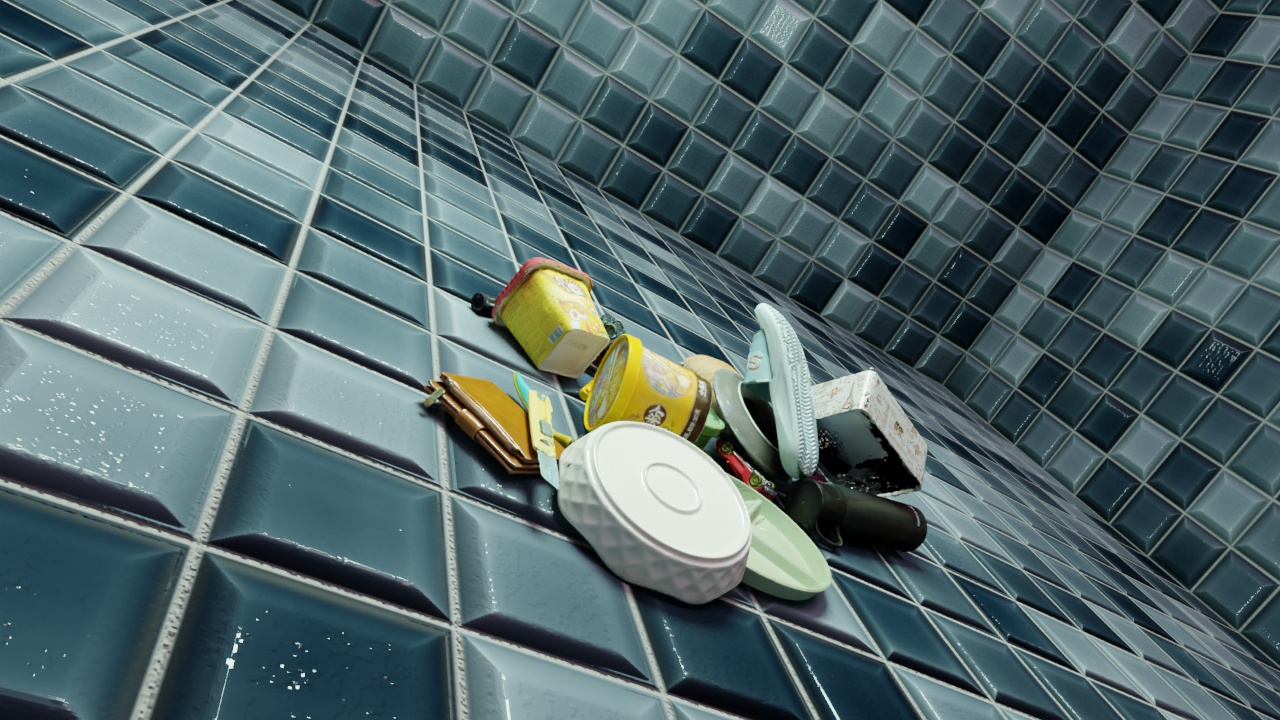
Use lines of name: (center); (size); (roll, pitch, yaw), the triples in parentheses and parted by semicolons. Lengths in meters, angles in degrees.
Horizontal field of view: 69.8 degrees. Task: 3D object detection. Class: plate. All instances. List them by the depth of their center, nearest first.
plate: (0.020, 0.131, 0.860); (0.205, 0.046, 0.204); (25, 30, -16)
plate: (0.106, 0.181, 1.003); (0.230, 0.027, 0.230); (29, 14, -9)
plate: (0.161, 0.081, 1.247); (0.179, 0.024, 0.179); (41, 26, -26)

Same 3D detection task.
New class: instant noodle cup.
instant noodle cup: (0.010, 0.045, 1.050); (0.114, 0.119, 0.118); (23, 17, -17)
instant noodle cup: (-0.109, -0.050, 1.173); (0.116, 0.116, 0.123); (16, 33, -49)

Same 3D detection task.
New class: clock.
clock: (0.042, 0.067, 1.189); (0.116, 0.056, 0.161); (28, 15, -20)

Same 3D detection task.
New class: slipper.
slipper: (0.184, 0.042, 1.229); (0.104, 0.074, 0.245); (30, 48, -54)

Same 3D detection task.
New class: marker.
marker: (-0.052, 0.028, 1.180); (0.018, 0.015, 0.123); (40, 20, 3)

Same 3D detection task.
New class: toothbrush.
toothbrush: (-0.153, -0.062, 1.274); (0.212, 0.026, 0.027); (14, 58, -55)

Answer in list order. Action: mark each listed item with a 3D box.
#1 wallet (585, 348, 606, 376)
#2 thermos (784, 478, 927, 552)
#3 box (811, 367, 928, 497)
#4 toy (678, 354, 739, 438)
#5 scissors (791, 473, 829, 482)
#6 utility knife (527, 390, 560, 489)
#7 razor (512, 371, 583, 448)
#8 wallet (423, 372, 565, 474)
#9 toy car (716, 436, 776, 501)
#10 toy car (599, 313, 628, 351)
wallet: (-0.059, -0.002, 1.287); (0.096, 0.020, 0.122); (29, 17, -13)
thermos: (0.293, 0.219, 1.229); (0.242, 0.069, 0.089); (18, 53, -40)
box: (0.279, 0.104, 1.340); (0.179, 0.132, 0.272); (50, -18, -23)
toy: (0.115, 0.041, 1.403); (0.143, 0.082, 0.226); (44, 7, -25)
scissors: (0.241, 0.164, 1.381); (0.133, 0.017, 0.131); (24, 18, -17)
utility knife: (-0.092, 0.071, 0.870); (0.031, 0.021, 0.208); (27, 19, -18)
razor: (-0.100, 0.057, 0.974); (0.132, 0.028, 0.043); (44, -5, 29)
wallet: (-0.136, 0.060, 0.875); (0.130, 0.035, 0.119); (40, 14, 25)
toy car: (0.132, 0.140, 1.181); (0.106, 0.031, 0.049); (52, 9, 35)
toy car: (-0.023, -0.015, 1.306); (0.120, 0.037, 0.054); (50, 16, 1)
